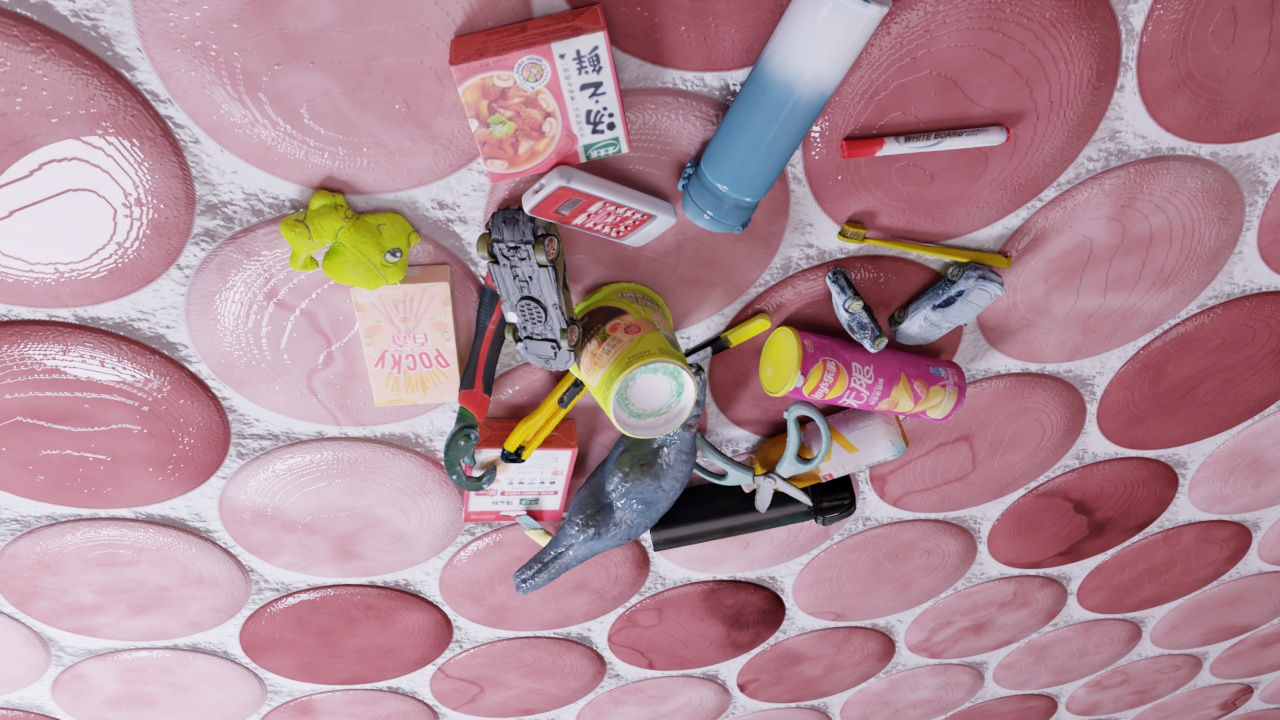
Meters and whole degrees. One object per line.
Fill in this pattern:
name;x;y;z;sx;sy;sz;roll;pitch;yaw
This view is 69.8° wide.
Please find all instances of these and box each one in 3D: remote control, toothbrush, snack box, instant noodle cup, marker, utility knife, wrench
remote control;-0.030;-0.123;0.748;0.135;0.020;0.056;11;149;-45
toothbrush;0.271;-0.108;0.864;0.190;0.015;0.017;7;127;-18
snack box;-0.133;0.120;0.994;0.113;0.044;0.127;2;134;-15
snack box;-0.069;-0.187;0.686;0.113;0.044;0.127;-13;137;2
instant noodle cup;-0.005;0.005;0.825;0.111;0.123;0.112;-8;121;-15
marker;0.075;-0.015;0.922;0.124;0.015;0.018;-28;134;21
utility knife;-0.111;0.210;1.078;0.031;0.021;0.204;-8;160;9
marker;0.242;-0.185;0.777;0.145;0.017;0.017;-7;137;-5
utility knife;-0.069;0.027;0.901;0.033;0.015;0.216;31;109;-30
wrench;-0.149;0.018;0.871;0.056;0.016;0.274;5;123;-17
snack box;-0.211;-0.020;0.844;0.084;0.026;0.158;-4;136;-8

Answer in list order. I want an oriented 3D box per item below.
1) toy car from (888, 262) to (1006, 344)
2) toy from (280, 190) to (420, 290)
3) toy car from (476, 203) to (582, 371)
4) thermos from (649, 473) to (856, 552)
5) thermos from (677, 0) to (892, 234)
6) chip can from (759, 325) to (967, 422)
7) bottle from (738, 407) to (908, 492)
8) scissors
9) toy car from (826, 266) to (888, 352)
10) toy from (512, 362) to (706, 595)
toy car;0.303;-0.051;0.911;0.054;0.036;0.121;19;140;-30
toy;-0.237;-0.095;0.752;0.097;0.031;0.100;-37;122;2
toy car;-0.091;-0.060;0.789;0.070;0.042;0.158;8;127;25
thermos;0.129;0.174;1.078;0.242;0.090;0.068;-11;113;-1
thermos;0.101;-0.193;0.704;0.070;0.070;0.221;13;132;-24
chip can;0.231;0.016;0.946;0.210;0.071;0.072;10;133;-22
bottle;0.201;0.102;1.030;0.190;0.068;0.068;-21;136;14
scissors;0.119;0.095;0.991;0.170;0.019;0.172;20;130;8
toy car;0.207;-0.048;0.890;0.031;0.049;0.105;-31;133;15
toy;-0.012;0.128;0.974;0.137;0.091;0.357;-9;143;-50
